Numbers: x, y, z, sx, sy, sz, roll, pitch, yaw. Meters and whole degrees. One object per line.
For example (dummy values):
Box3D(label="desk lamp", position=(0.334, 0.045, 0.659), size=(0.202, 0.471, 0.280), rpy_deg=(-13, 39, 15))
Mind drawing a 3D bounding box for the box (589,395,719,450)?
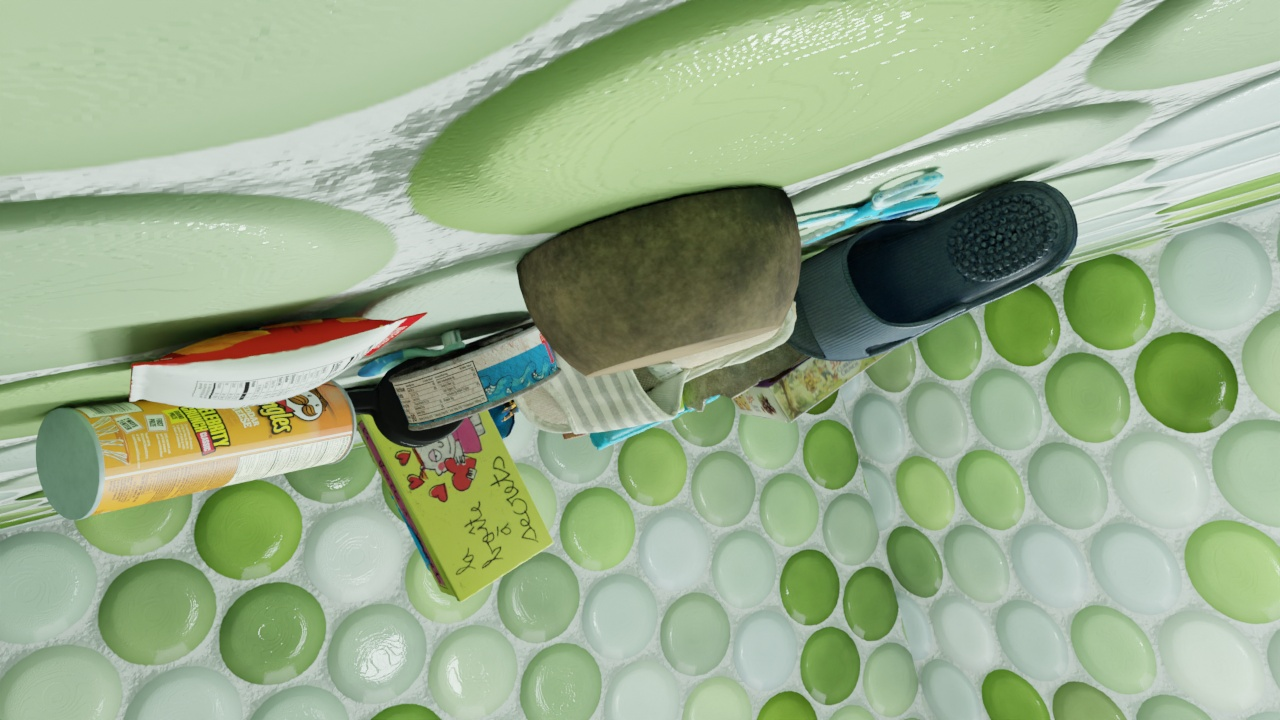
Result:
Box3D(label="box", position=(0.004, -0.003, 1.006), size=(0.226, 0.169, 0.086), rpy_deg=(-21, 136, -35))

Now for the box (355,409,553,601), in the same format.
Box3D(label="box", position=(-0.198, 0.127, 0.966), size=(0.124, 0.221, 0.083), rpy_deg=(-26, -177, -27))

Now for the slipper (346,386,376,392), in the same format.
Box3D(label="slipper", position=(-0.363, 0.069, 0.899), size=(0.098, 0.054, 0.268), rpy_deg=(-20, 175, 43))

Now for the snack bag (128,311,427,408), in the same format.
Box3D(label="snack bag", position=(-0.207, 0.002, 0.518), size=(0.143, 0.039, 0.131), rpy_deg=(-13, 177, -31))

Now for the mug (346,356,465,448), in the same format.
Box3D(label="mug", position=(-0.217, 0.038, 0.825), size=(0.113, 0.078, 0.088), rpy_deg=(-1, 172, -20))

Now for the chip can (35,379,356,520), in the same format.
Box3D(label="chip can", position=(-0.322, 0.060, 0.692), size=(0.075, 0.075, 0.214), rpy_deg=(-16, 176, 30))

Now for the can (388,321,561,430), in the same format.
Box3D(label="can", position=(-0.132, 0.011, 0.737), size=(0.130, 0.044, 0.130), rpy_deg=(-20, -172, 3))

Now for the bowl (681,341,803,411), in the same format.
Box3D(label="bowl", position=(0.101, -0.029, 0.909), size=(0.178, 0.081, 0.178), rpy_deg=(-31, -174, 3))

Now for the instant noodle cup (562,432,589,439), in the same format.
Box3D(label="instant noodle cup", position=(-0.071, 0.036, 1.108), size=(0.097, 0.108, 0.098), rpy_deg=(-15, 177, -1))

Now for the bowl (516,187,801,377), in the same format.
Box3D(label="bowl", position=(0.016, -0.039, 0.525), size=(0.162, 0.070, 0.162), rpy_deg=(-14, 177, -1))

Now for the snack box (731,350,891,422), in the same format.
Box3D(label="snack box", position=(0.169, 0.001, 0.893), size=(0.148, 0.040, 0.143), rpy_deg=(-34, -174, -9))

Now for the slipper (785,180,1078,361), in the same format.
Box3D(label="slipper", position=(0.203, -0.062, 0.725), size=(0.264, 0.101, 0.082), rpy_deg=(-22, 174, 42))

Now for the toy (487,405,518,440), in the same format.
Box3D(label="toy", position=(-0.198, 0.060, 1.209), size=(0.177, 0.071, 0.112), rpy_deg=(-12, -146, 44))

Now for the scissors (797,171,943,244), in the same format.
Box3D(label="scissors", position=(0.161, -0.102, 0.617), size=(0.139, 0.011, 0.134), rpy_deg=(-14, 175, -35))

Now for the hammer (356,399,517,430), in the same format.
Box3D(label="hammer", position=(-0.292, 0.062, 1.051), size=(0.319, 0.036, 0.123), rpy_deg=(-9, -158, -32))

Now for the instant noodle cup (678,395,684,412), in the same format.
Box3D(label="instant noodle cup", position=(-0.005, 0.005, 0.881), size=(0.099, 0.108, 0.099), rpy_deg=(-14, 178, -1))

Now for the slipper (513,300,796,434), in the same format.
Box3D(label="slipper", position=(0.003, -0.003, 0.783), size=(0.273, 0.114, 0.053), rpy_deg=(-24, -157, 25))

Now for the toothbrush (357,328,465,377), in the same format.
Box3D(label="toothbrush", position=(-0.189, -0.004, 0.744), size=(0.135, 0.017, 0.022), rpy_deg=(-14, 179, 38))
